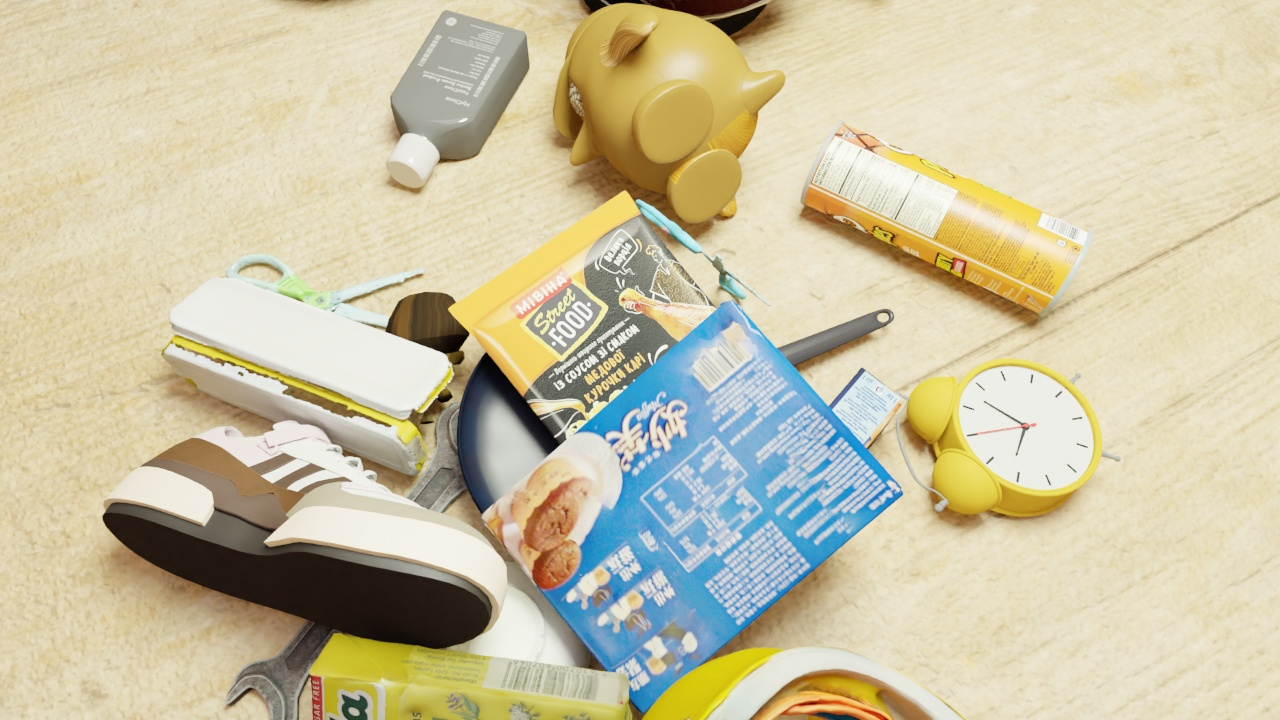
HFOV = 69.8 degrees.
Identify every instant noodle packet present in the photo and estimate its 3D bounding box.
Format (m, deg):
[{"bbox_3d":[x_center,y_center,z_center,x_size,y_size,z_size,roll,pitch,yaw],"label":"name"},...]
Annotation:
[{"bbox_3d":[-0.005,0.004,0.648,0.159,0.032,0.221,-37,84,-18],"label":"instant noodle packet"}]

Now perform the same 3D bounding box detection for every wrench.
[{"bbox_3d":[-0.180,0.138,0.638,0.070,0.010,0.272,30,66,14],"label":"wrench"}]

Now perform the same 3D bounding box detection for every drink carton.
[{"bbox_3d":[0.128,0.071,0.650,0.040,0.064,0.129,39,68,16],"label":"drink carton"}]

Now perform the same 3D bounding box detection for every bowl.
[{"bbox_3d":[-0.089,0.181,0.587,0.113,0.063,0.113,0,62,0],"label":"bowl"}]

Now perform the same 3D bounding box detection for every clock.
[{"bbox_3d":[0.262,0.056,0.670,0.152,0.052,0.113,-8,62,-10],"label":"clock"}]

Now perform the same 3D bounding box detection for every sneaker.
[{"bbox_3d":[-0.197,0.095,0.590,0.294,0.112,0.116,4,46,27],"label":"sneaker"}]

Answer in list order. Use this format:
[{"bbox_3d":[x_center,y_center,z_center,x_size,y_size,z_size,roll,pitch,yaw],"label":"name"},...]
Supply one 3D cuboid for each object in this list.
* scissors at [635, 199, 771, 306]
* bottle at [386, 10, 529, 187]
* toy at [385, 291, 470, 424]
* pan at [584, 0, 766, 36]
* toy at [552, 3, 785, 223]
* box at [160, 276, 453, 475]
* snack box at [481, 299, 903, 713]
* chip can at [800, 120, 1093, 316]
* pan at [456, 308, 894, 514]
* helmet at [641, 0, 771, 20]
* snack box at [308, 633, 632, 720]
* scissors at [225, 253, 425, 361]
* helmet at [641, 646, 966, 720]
[{"bbox_3d":[0.052,-0.074,0.698,0.015,0.135,0.135,-46,65,4],"label":"scissors"},{"bbox_3d":[-0.170,-0.228,0.813,0.084,0.046,0.173,18,63,8],"label":"bottle"},{"bbox_3d":[-0.160,-0.002,0.690,0.076,0.062,0.100,-15,75,27],"label":"toy"},{"bbox_3d":[-0.041,-0.385,0.901,0.355,0.044,0.203,-4,62,-4],"label":"pan"},{"bbox_3d":[0.002,-0.221,0.765,0.162,0.199,0.203,-38,48,-1],"label":"toy"},{"bbox_3d":[-0.240,0.016,0.667,0.209,0.080,0.079,18,43,13],"label":"box"},{"bbox_3d":[0.031,0.087,0.571,0.203,0.069,0.155,-41,84,3],"label":"snack box"},{"bbox_3d":[0.244,-0.117,0.747,0.215,0.075,0.075,28,65,13],"label":"chip can"},{"bbox_3d":[0.040,0.026,0.680,0.355,0.021,0.198,-21,79,-16],"label":"pan"},{"bbox_3d":[0.070,-0.418,0.792,0.233,0.254,0.233,-45,65,-11],"label":"helmet"},{"bbox_3d":[-0.097,0.229,0.533,0.181,0.121,0.045,7,21,1],"label":"snack box"},{"bbox_3d":[-0.256,-0.039,0.730,0.170,0.028,0.138,11,60,9],"label":"scissors"},{"bbox_3d":[0.067,0.273,0.498,0.209,0.140,0.239,17,76,-20],"label":"helmet"}]
